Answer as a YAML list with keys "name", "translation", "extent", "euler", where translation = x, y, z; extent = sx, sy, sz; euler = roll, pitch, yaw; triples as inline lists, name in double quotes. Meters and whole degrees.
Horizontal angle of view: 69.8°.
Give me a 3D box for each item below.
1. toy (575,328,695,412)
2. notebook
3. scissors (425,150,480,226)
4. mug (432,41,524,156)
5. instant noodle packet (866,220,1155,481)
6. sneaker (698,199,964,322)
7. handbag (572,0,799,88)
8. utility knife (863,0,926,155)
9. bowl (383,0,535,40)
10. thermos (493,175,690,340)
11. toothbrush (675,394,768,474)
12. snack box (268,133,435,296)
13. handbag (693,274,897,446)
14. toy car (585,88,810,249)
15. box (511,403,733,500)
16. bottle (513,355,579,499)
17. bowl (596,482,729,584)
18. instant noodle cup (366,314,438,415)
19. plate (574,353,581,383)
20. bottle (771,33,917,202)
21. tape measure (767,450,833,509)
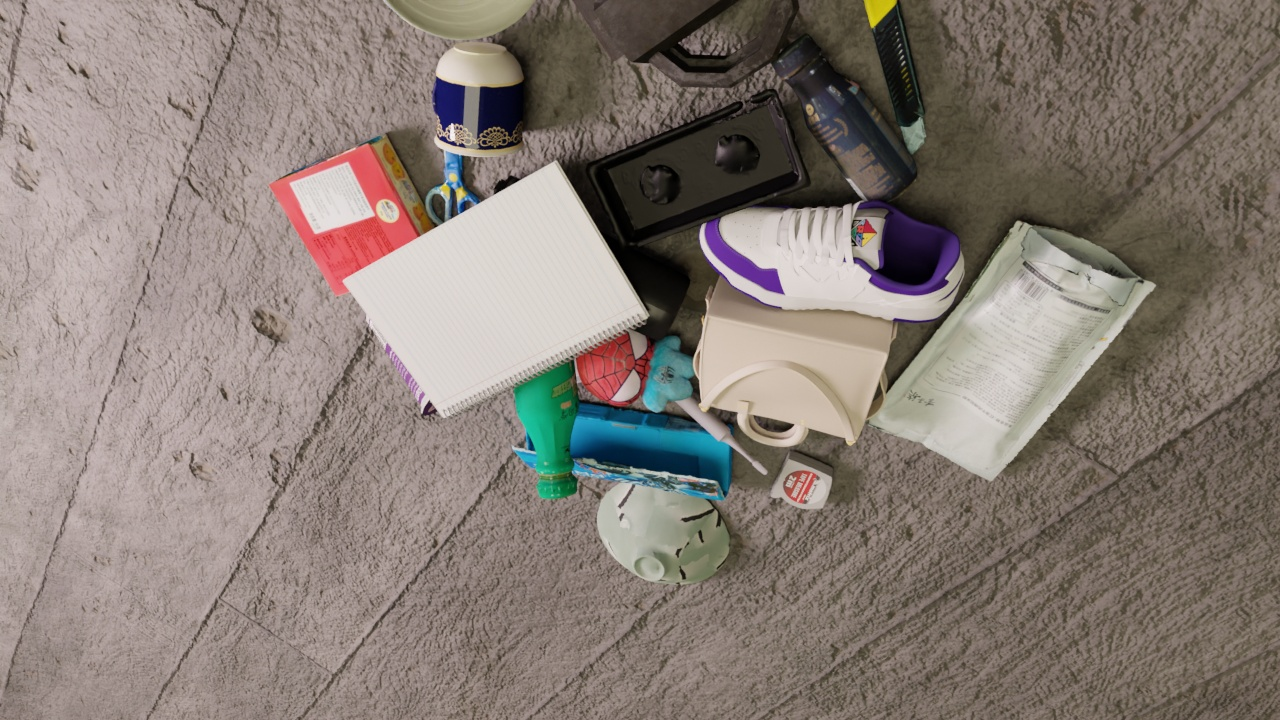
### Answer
- name: "toy"
  translation: [-0.006, 0.006, 0.969]
  extent: [0.133, 0.062, 0.092]
  euler: [14, 91, 2]
- name: "notebook"
  translation: [-0.139, -0.058, 0.892]
  extent: [0.246, 0.013, 0.178]
  euler: [-26, 112, 15]
- name: "scissors"
  translation: [-0.190, -0.192, 0.958]
  extent: [0.070, 0.022, 0.131]
  euler: [18, 121, 8]
- name: "mug"
  translation: [-0.161, -0.255, 0.874]
  extent: [0.112, 0.085, 0.089]
  euler: [27, 126, 32]
- name: "instant noodle packet"
  translation: [0.348, -0.001, 0.887]
  extent: [0.147, 0.057, 0.270]
  euler: [27, 130, 3]
- name: "sneaker"
  translation: [0.173, -0.100, 0.824]
  extent: [0.244, 0.091, 0.111]
  euler: [13, 164, 6]
- name: "handbag"
  translation: [0.038, -0.319, 0.751]
  extent: [0.198, 0.102, 0.199]
  euler: [-27, 109, 30]
- name: "utility knife"
  translation: [0.214, -0.264, 0.779]
  extent: [0.029, 0.020, 0.188]
  euler: [-10, 116, 25]
- name: "bowl"
  translation: [-0.164, -0.370, 0.786]
  extent: [0.176, 0.058, 0.177]
  euler: [-14, 121, -26]
- name: "thermos"
  translation: [-0.063, -0.097, 0.927]
  extent: [0.218, 0.105, 0.106]
  euler: [25, 125, -4]
- name: "toothbrush"
  translation: [0.067, 0.059, 0.997]
  extent: [0.188, 0.019, 0.018]
  euler: [42, 104, 7]
- name: "snack box"
  translation: [-0.306, -0.155, 1.001]
  extent: [0.145, 0.040, 0.143]
  euler: [-14, 115, 24]
- name: "handbag"
  translation: [0.150, 0.021, 0.940]
  extent: [0.195, 0.101, 0.198]
  euler: [13, 135, 10]
- name: "toy car"
  translation: [0.056, -0.181, 0.849]
  extent: [0.192, 0.071, 0.094]
  euler: [-17, 113, 25]
- name: "box"
  translation: [-0.022, 0.114, 1.046]
  extent: [0.244, 0.085, 0.092]
  euler: [7, 124, 13]
- name: "bottle"
  translation: [-0.100, 0.042, 0.979]
  extent: [0.068, 0.068, 0.210]
  euler: [-3, 98, 20]
- name: "bowl"
  translation: [0.018, 0.229, 1.116]
  extent: [0.174, 0.067, 0.174]
  euler: [9, 125, 13]
- name: "instant noodle cup"
  translation: [-0.227, -0.029, 1.009]
  extent: [0.122, 0.121, 0.137]
  euler: [48, 125, 5]
- name: "plate"
  translation: [-0.103, -0.038, 1.023]
  extent: [0.157, 0.014, 0.157]
  euler: [9, 122, 14]
- name: "bottle"
  translation: [0.177, -0.209, 0.801]
  extent: [0.056, 0.056, 0.161]
  euler: [-33, 106, 31]
- name: "tape measure"
  translation: [0.183, 0.136, 1.034]
  extent: [0.062, 0.020, 0.060]
  euler: [21, 124, 4]
